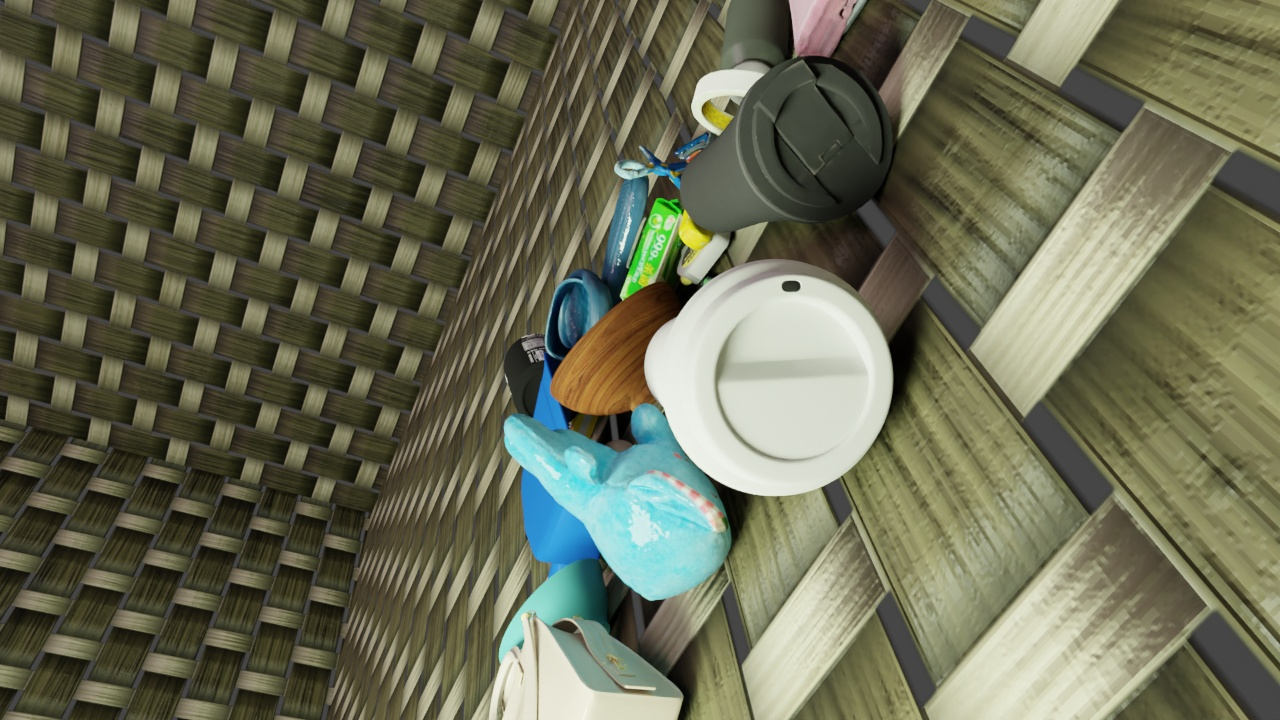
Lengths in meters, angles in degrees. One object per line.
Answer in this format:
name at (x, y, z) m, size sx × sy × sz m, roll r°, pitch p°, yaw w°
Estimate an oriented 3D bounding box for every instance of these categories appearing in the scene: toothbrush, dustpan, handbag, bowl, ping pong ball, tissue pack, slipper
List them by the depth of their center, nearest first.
handbag at (-0.071, 0.284, 0.684) m, size 0.198 × 0.101 × 0.194 m, roll 20°, pitch 93°, yaw 60°
bowl at (-0.062, 0.236, 0.800) m, size 0.046 × 0.121 × 0.121 m, roll 36°, pitch 113°, yaw 28°
bowl at (-0.005, 0.005, 0.833) m, size 0.147 × 0.069 × 0.147 m, roll -41°, pitch -12°, yaw -11°
toothbrush at (0.059, -0.072, 0.837) m, size 0.014 × 0.017 × 0.188 m, roll -63°, pitch 17°, yaw 7°
ping pong ball at (-0.021, 0.095, 0.867) m, size 0.040 × 0.040 × 0.040 m, roll -162°, pitch 91°, yaw -73°
tissue pack at (0.018, -0.100, 0.896) m, size 0.099 × 0.034 × 0.114 m, roll -6°, pitch -62°, yaw -77°
dustpan at (-0.086, 0.157, 0.920) m, size 0.245 × 0.059 × 0.258 m, roll -119°, pitch 43°, yaw -64°
slipper at (-0.069, -0.046, 0.963) m, size 0.214 × 0.059 × 0.104 m, roll -162°, pitch 76°, yaw -76°
slipper at (-0.011, -0.103, 1.010) m, size 0.103 × 0.059 × 0.214 m, roll -102°, pitch 21°, yaw -65°

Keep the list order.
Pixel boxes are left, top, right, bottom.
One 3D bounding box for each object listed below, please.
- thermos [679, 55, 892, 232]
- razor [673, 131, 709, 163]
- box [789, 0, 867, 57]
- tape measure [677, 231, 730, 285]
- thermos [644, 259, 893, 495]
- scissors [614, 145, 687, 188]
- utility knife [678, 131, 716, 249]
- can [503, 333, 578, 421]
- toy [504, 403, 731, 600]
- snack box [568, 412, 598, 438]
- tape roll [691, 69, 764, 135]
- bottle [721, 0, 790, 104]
thermos at (0.092, -0.144, 0.682) m, size 0.219 × 0.106 × 0.106 m, roll -176°, pitch 103°, yaw -77°
razor at (0.063, -0.192, 0.936) m, size 0.044 × 0.018 × 0.140 m, roll -27°, pitch 35°, yaw 13°
box at (0.159, -0.354, 0.791) m, size 0.098 × 0.041 × 0.232 m, roll 116°, pitch 162°, yaw -46°
tape measure at (0.058, -0.103, 0.843) m, size 0.064 × 0.016 × 0.064 m, roll -52°, pitch 17°, yaw 28°
thermos at (0.062, 0.007, 0.591) m, size 0.222 × 0.131 × 0.131 m, roll -170°, pitch 98°, yaw -80°
scissors at (0.017, -0.199, 0.959) m, size 0.125 × 0.125 × 0.016 m, roll 57°, pitch 135°, yaw 49°
utility knife at (0.062, -0.166, 0.860) m, size 0.020 × 0.029 × 0.197 m, roll -43°, pitch 21°, yaw 36°
can at (-0.114, 0.021, 1.068) m, size 0.146 × 0.080 × 0.080 m, roll -130°, pitch 60°, yaw -69°
toy at (-0.012, 0.086, 0.652) m, size 0.114 × 0.180 × 0.184 m, roll -53°, pitch -4°, yaw -20°
snack box at (-0.080, 0.053, 1.113) m, size 0.152 × 0.025 × 0.075 m, roll -133°, pitch 63°, yaw -70°
tape roll at (0.089, -0.204, 0.746) m, size 0.094 × 0.094 × 0.019 m, roll 167°, pitch 119°, yaw -70°
bottle at (0.105, -0.286, 0.836) m, size 0.060 × 0.060 × 0.108 m, roll 135°, pitch 148°, yaw -55°
